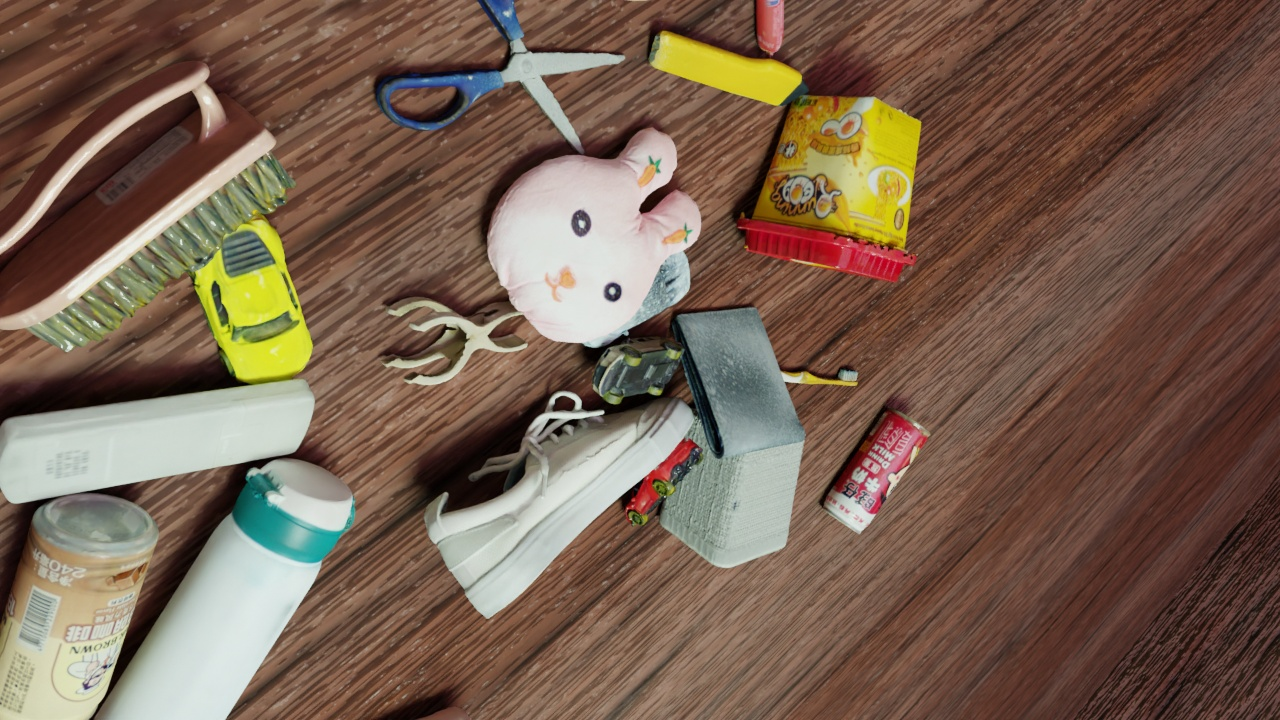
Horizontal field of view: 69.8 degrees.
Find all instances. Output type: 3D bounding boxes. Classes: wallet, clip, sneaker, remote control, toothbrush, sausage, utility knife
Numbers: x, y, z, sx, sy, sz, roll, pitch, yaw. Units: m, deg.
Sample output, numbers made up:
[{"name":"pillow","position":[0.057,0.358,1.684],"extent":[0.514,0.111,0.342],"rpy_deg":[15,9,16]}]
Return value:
[{"name":"wallet","position":[0.079,0.015,0.736],"extent":[0.097,0.120,0.019],"rpy_deg":[-7,164,-41]},{"name":"clip","position":[-0.119,-0.004,0.587],"extent":[0.104,0.035,0.084],"rpy_deg":[11,104,-54]},{"name":"sneaker","position":[-0.056,0.078,0.670],"extent":[0.241,0.091,0.090],"rpy_deg":[-37,176,-44]},{"name":"remote control","position":[-0.252,0.040,0.486],"extent":[0.149,0.021,0.058],"rpy_deg":[-8,147,-39]},{"name":"toothbrush","position":[0.150,0.012,0.856],"extent":[0.191,0.016,0.018],"rpy_deg":[6,100,-45]},{"name":"sausage","position":[0.087,-0.278,0.611],"extent":[0.020,0.020,0.156],"rpy_deg":[-27,131,-28]},{"name":"utility knife","position":[0.064,-0.202,0.636],"extent":[0.153,0.015,0.033],"rpy_deg":[1,146,-43]}]

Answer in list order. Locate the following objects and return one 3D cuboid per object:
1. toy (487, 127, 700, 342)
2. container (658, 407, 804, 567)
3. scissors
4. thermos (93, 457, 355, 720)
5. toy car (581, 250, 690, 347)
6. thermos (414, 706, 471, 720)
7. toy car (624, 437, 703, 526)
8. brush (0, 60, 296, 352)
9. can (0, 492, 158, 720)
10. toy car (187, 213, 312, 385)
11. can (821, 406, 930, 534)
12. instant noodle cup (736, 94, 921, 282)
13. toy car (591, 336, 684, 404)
[{"name":"toy","position":[-0.025,-0.085,0.602],"extent":[0.159,0.054,0.121],"rpy_deg":[-40,121,-23]},{"name":"container","position":[0.081,0.101,0.796],"extent":[0.090,0.090,0.114],"rpy_deg":[-9,117,-40]},{"name":"scissors","position":[-0.078,-0.175,0.530],"extent":[0.174,0.012,0.162],"rpy_deg":[-34,135,-25]},{"name":"thermos","position":[-0.250,0.162,0.545],"extent":[0.073,0.073,0.224],"rpy_deg":[32,92,-48]},{"name":"toy car","position":[-0.007,-0.046,0.663],"extent":[0.105,0.031,0.049],"rpy_deg":[-32,131,-22]},{"name":"thermos","position":[-0.209,0.317,0.671],"extent":[0.198,0.067,0.087],"rpy_deg":[-13,159,-35]},{"name":"toy car","position":[0.015,0.101,0.754],"extent":[0.049,0.031,0.107],"rpy_deg":[-40,167,-36]},{"name":"brush","position":[-0.236,-0.068,0.416],"extent":[0.145,0.063,0.073],"rpy_deg":[-42,141,-12]},{"name":"can","position":[-0.301,0.132,0.484],"extent":[0.058,0.058,0.116],"rpy_deg":[11,107,-46]},{"name":"toy car","position":[-0.206,-0.028,0.491],"extent":[0.048,0.032,0.105],"rpy_deg":[-27,132,-29]},{"name":"can","position":[0.252,0.119,0.988],"extent":[0.132,0.053,0.053],"rpy_deg":[-56,138,0]},{"name":"instant noodle cup","position":[0.152,-0.132,0.703],"extent":[0.115,0.116,0.124],"rpy_deg":[6,100,-44]},{"name":"toy car","position":[-0.004,0.004,0.683],"extent":[0.090,0.035,0.042],"rpy_deg":[-12,132,-54]}]
